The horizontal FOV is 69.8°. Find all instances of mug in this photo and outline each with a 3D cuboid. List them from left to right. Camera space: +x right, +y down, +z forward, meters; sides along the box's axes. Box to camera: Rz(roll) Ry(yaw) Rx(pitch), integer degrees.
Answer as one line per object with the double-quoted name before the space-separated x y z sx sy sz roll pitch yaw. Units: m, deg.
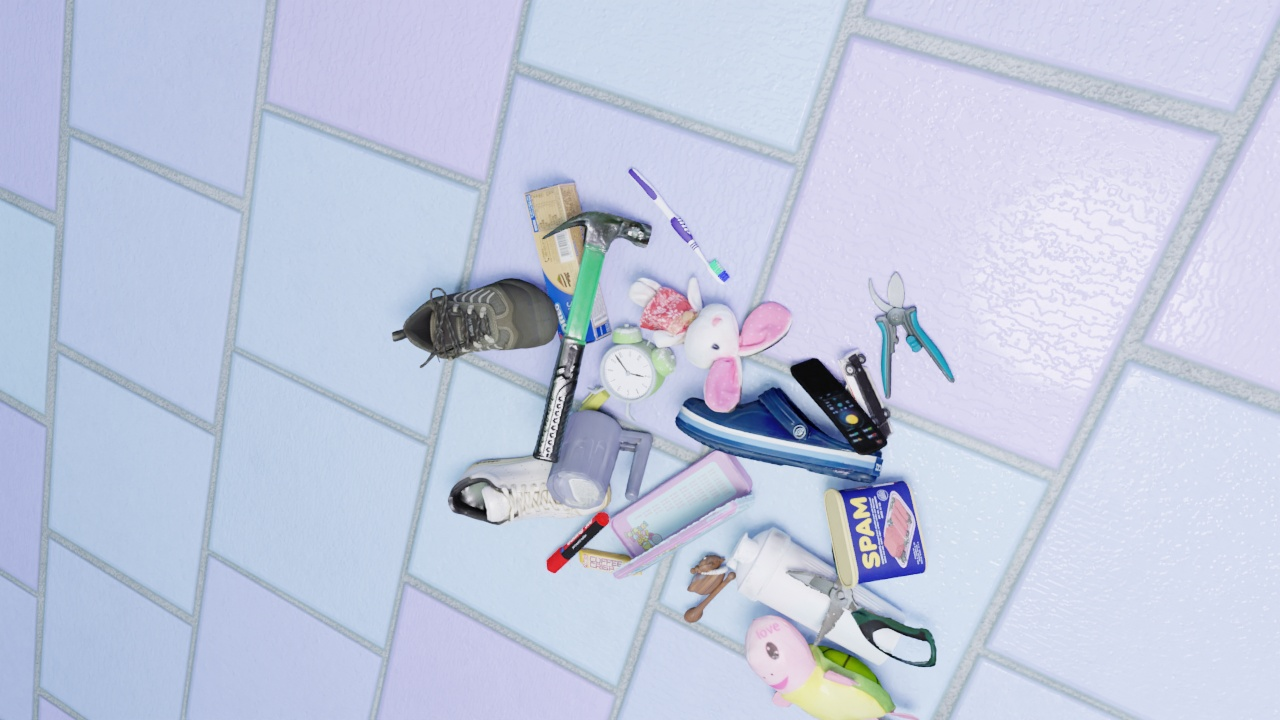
"mug" -0.053 0.133 1.201 0.124 0.103 0.084 8 135 7

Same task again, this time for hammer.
"hammer" -0.083 -0.029 1.145 0.130 0.032 0.319 12 93 -14

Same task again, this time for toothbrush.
"toothbrush" 0.047 -0.168 1.139 0.016 0.015 0.186 -41 85 21

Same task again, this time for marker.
"marker" -0.087 0.081 1.260 0.021 0.017 0.124 47 117 7
"marker" -0.089 0.255 1.292 0.145 0.021 0.023 -48 60 35

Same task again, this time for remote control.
"remote control" 0.228 0.053 1.067 0.020 0.041 0.152 88 157 -44

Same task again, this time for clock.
"clock" -0.007 0.007 1.192 0.094 0.042 0.119 36 115 10

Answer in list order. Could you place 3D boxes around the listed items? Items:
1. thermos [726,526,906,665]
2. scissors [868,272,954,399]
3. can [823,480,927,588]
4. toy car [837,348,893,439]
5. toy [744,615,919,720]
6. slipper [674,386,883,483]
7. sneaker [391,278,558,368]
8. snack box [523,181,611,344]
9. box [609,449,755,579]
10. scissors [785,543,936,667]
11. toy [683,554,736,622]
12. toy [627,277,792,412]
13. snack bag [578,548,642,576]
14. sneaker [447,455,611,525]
"thermos" 0.214 0.292 1.146 0.220 0.099 0.099 30 113 9
"scissors" 0.302 -0.019 1.065 0.156 0.019 0.125 40 114 11
"can" 0.276 0.202 1.079 0.092 0.057 0.116 -8 76 -6
"toy car" 0.262 0.045 1.091 0.039 0.039 0.113 -22 93 48
"toy" 0.232 0.404 1.150 0.238 0.087 0.191 29 150 -1
"slipper" 0.170 0.083 1.110 0.253 0.105 0.095 14 89 22
"sneaker" -0.232 -0.050 1.198 0.238 0.142 0.101 -3 102 37
"snack box" -0.094 -0.123 1.189 0.057 0.056 0.207 -9 99 24
"box" 0.043 0.208 1.195 0.215 0.092 0.089 -36 88 27
"scissors" 0.280 0.264 1.101 0.202 0.015 0.201 25 77 3
"toy" 0.086 0.300 1.228 0.055 0.041 0.102 50 124 21
"toy" 0.072 -0.040 1.121 0.194 0.084 0.159 35 74 18
"snack bag" -0.043 0.284 1.292 0.099 0.020 0.026 6 104 22
"sneaker" -0.163 0.183 1.272 0.242 0.102 0.089 -4 102 23
